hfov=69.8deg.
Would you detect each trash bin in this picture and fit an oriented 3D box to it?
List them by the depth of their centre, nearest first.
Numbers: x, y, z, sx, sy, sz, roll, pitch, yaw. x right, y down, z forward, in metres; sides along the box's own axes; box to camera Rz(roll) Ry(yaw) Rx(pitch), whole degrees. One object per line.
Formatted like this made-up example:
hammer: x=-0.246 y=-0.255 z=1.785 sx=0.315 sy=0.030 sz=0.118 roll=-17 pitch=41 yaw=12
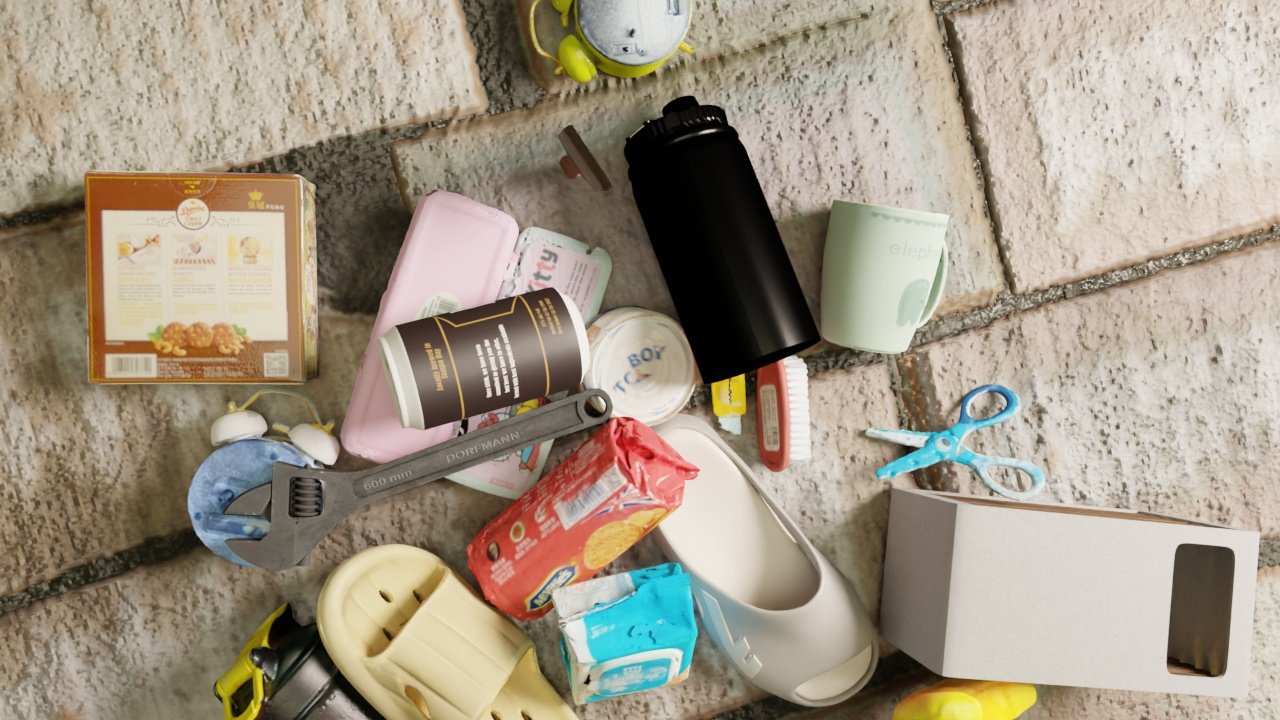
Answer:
trash bin: x=0.310 y=0.167 z=0.679 sx=0.229 sy=0.114 sz=0.114 roll=6 pitch=87 yaw=-7

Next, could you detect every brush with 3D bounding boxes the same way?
brush: x=-0.044 y=-0.132 z=0.615 sx=0.008 sy=0.143 sz=0.045 roll=-36 pitch=104 yaw=-3
brush: x=0.106 y=-0.002 z=0.695 sx=0.030 sy=0.041 sz=0.172 roll=-4 pitch=91 yaw=-24

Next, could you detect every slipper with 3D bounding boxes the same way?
slipper: x=-0.105 y=0.225 z=0.639 sx=0.079 sy=0.111 sz=0.261 roll=-30 pitch=105 yaw=36
slipper: x=0.086 y=0.155 z=0.675 sx=0.113 sy=0.081 sz=0.266 roll=-36 pitch=96 yaw=-7

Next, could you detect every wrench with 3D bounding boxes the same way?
wrench: x=-0.148 y=0.073 z=0.624 sx=0.273 sy=0.018 sz=0.073 roll=-19 pitch=92 yaw=-5

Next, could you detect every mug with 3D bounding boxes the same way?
mug: x=0.186 y=-0.061 z=0.683 sx=0.111 sy=0.084 sz=0.104 roll=-1 pitch=104 yaw=-35

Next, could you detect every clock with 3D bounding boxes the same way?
clock: x=-0.261 y=0.082 z=0.646 sx=0.089 sy=0.052 sz=0.125 roll=13 pitch=91 yaw=-6
clock: x=-0.021 y=-0.245 z=0.657 sx=0.119 sy=0.057 sz=0.083 roll=-8 pitch=94 yaw=-7

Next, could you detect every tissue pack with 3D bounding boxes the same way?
tissue pack: x=-0.011 y=0.194 z=0.642 sx=0.093 sy=0.145 sz=0.061 roll=-10 pitch=55 yaw=-7

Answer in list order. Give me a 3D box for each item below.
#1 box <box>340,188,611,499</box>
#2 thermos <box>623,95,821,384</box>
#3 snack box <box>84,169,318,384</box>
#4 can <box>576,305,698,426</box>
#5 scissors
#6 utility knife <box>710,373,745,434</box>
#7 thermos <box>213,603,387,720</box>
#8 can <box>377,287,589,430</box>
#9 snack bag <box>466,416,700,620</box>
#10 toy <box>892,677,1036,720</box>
box: x=-0.117 y=-0.008 z=0.666 sx=0.152 sy=0.037 sz=0.201 roll=18 pitch=91 yaw=-14
thermos: x=0.050 y=-0.091 z=0.646 sx=0.086 sy=0.086 sz=0.198 roll=-19 pitch=82 yaw=-6
snack box: x=-0.303 y=-0.056 z=0.640 sx=0.143 sy=0.041 sz=0.147 roll=0 pitch=93 yaw=-6
can: x=-0.004 y=0.004 z=0.670 sx=0.086 sy=0.043 sz=0.086 roll=-3 pitch=98 yaw=-17
scissors: x=0.240 y=0.056 z=0.710 sx=0.140 sy=0.013 sz=0.117 roll=9 pitch=60 yaw=14
utility knife: x=0.067 y=-0.023 z=0.699 sx=0.030 sy=0.017 sz=0.159 roll=-3 pitch=96 yaw=4
thermos: x=-0.192 y=0.272 z=0.643 sx=0.098 sy=0.098 sz=0.221 roll=-44 pitch=100 yaw=-3
can: x=-0.104 y=-0.002 z=0.615 sx=0.128 sy=0.072 sz=0.072 roll=-16 pitch=94 yaw=-19
snack bag: x=-0.046 y=0.110 z=0.645 sx=0.177 sy=0.082 sz=0.082 roll=-40 pitch=96 yaw=17
toy: x=0.230 y=0.316 z=0.629 sx=0.134 sy=0.088 sz=0.193 roll=-8 pitch=82 yaw=-48
